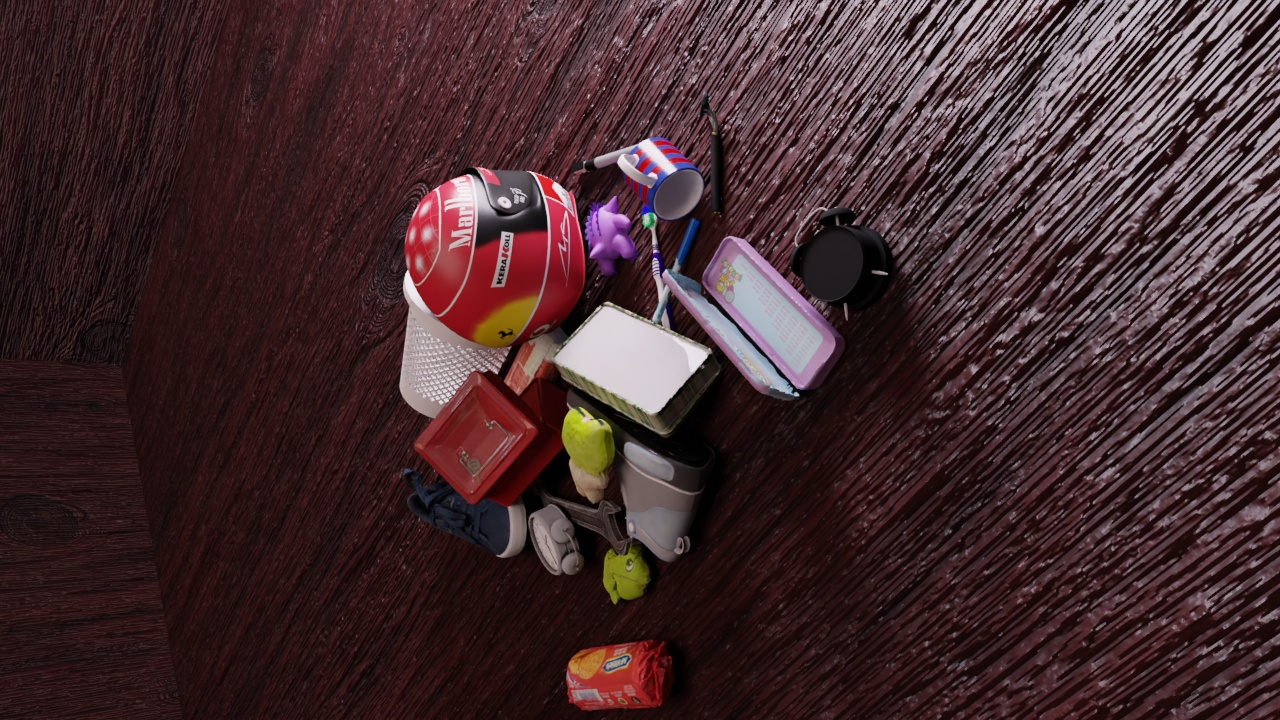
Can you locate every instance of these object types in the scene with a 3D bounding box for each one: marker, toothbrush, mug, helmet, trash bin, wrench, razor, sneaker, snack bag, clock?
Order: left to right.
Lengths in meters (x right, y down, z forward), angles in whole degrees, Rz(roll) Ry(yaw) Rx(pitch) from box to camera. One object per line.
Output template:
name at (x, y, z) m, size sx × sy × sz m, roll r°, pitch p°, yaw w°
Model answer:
trash bin at (-0.280, -0.026, 1.398) m, size 0.195 × 0.195 × 0.200 m, roll 55°, pitch 135°, yaw 36°
sneaker at (-0.273, 0.226, 1.376) m, size 0.295 × 0.127 × 0.120 m, roll 2°, pitch 91°, yaw 54°
helmet at (-0.202, -0.149, 1.240) m, size 0.198 × 0.224 × 0.270 m, roll -42°, pitch 45°, yaw 41°
snack bag at (-0.171, 0.043, 1.364) m, size 0.077 × 0.041 × 0.226 m, roll 52°, pitch 125°, yaw 38°
clock at (-0.113, 0.247, 1.248) m, size 0.123 × 0.035 × 0.094 m, roll 4°, pitch 112°, yaw 62°
wrench at (-0.083, 0.204, 1.219) m, size 0.274 × 0.010 × 0.070 m, roll 1°, pitch 104°, yaw 61°
marker at (-0.047, -0.277, 1.268) m, size 0.141 × 0.016 × 0.016 m, roll -3°, pitch 84°, yaw 48°
snack bag at (-0.023, 0.394, 1.139) m, size 0.177 × 0.082 × 0.082 m, roll -25°, pitch 68°, yaw 45°
sneaker at (-0.016, 0.138, 1.152) m, size 0.257 × 0.092 × 0.160 m, roll 30°, pitch 117°, yaw 47°
mug at (0.015, -0.227, 1.121) m, size 0.075 × 0.111 × 0.076 m, roll -56°, pitch 49°, yaw 23°
toothbrush at (0.023, -0.114, 1.174) m, size 0.015 × 0.016 × 0.186 m, roll -23°, pitch 69°, yaw 43°
marker at (0.043, -0.109, 1.142) m, size 0.013 × 0.013 × 0.142 m, roll 30°, pitch 102°, yaw 46°
razor at (0.089, -0.248, 1.112) m, size 0.043 × 0.022 × 0.144 m, roll 87°, pitch 178°, yaw -85°
clock at (0.203, -0.105, 0.950) m, size 0.091 × 0.042 × 0.120 m, roll -53°, pitch 51°, yaw 31°

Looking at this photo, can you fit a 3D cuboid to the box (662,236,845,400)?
box at (0.114, -0.052, 1.008) m, size 0.214 × 0.092 × 0.090 m, roll 53°, pitch 124°, yaw 37°

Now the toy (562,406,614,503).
toy at (-0.062, 0.117, 1.106) m, size 0.092 × 0.043 × 0.118 m, roll 25°, pitch 125°, yaw 48°

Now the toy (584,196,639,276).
toy at (-0.046, -0.168, 1.227) m, size 0.106 × 0.055 × 0.088 m, roll -32°, pitch 58°, yaw 51°

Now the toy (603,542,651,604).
toy at (-0.020, 0.272, 1.174) m, size 0.094 × 0.036 × 0.094 m, roll 22°, pitch 109°, yaw 51°

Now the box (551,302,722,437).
box at (-0.007, 0.007, 1.126) m, size 0.206 × 0.050 × 0.117 m, roll 25°, pitch 65°, yaw 40°

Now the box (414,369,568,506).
box at (-0.183, 0.104, 1.276) m, size 0.152 × 0.165 × 0.157 m, roll 47°, pitch 109°, yaw 9°
